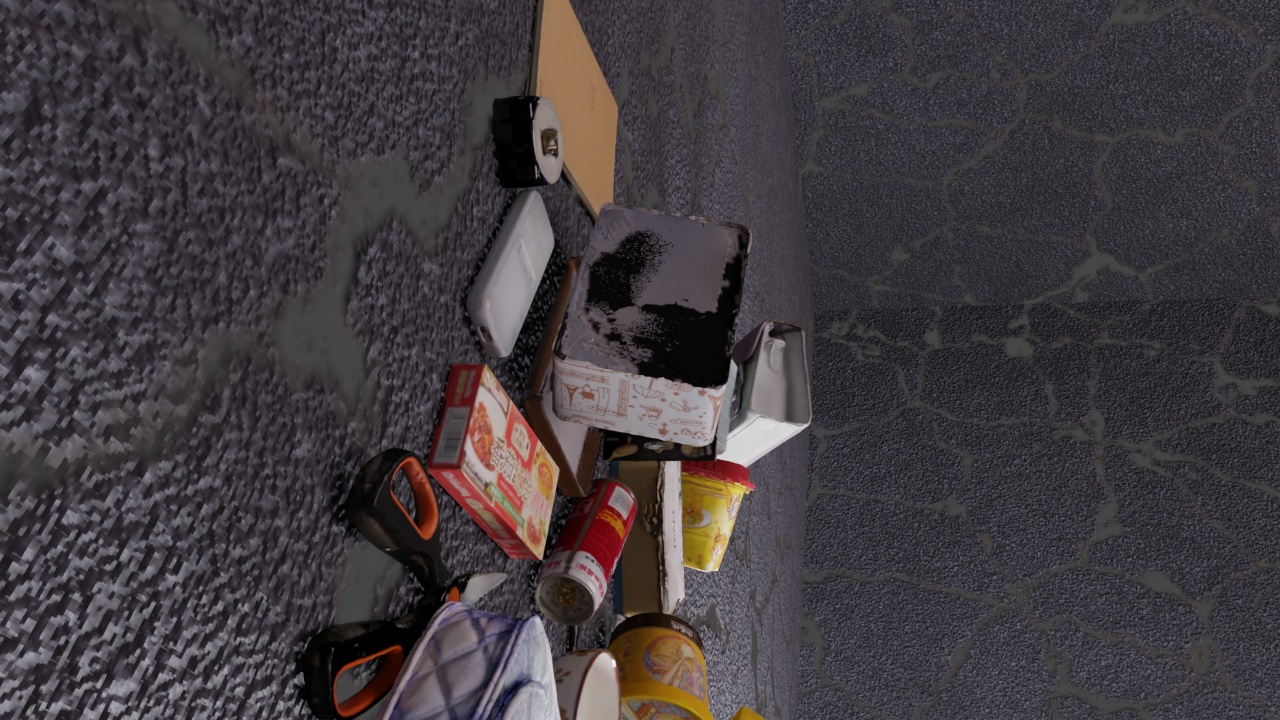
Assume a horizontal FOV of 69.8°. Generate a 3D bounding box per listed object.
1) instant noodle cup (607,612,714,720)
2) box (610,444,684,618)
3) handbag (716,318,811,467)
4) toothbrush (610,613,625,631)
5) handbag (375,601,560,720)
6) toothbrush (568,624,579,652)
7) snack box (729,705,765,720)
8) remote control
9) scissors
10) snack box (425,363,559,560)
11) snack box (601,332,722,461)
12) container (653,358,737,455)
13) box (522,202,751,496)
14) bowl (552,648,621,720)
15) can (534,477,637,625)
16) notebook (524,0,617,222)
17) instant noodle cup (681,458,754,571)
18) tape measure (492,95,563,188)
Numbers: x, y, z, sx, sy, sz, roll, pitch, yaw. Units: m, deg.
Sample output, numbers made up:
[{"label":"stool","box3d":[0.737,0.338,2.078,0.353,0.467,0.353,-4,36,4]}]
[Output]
[{"label":"instant noodle cup","box3d":[0.011,0.305,0.840,0.114,0.118,0.118,-81,164,-62]},{"label":"box","box3d":[0.009,0.181,0.940,0.089,0.060,0.184,-6,97,-74]},{"label":"handbag","box3d":[0.137,0.048,1.202,0.198,0.098,0.144,133,-31,-58]},{"label":"toothbrush","box3d":[-0.004,0.309,0.962,0.180,0.016,0.016,70,33,-50]},{"label":"handbag","box3d":[-0.087,0.240,0.513,0.133,0.076,0.194,-65,155,-53]},{"label":"toothbrush","box3d":[-0.055,0.249,0.778,0.015,0.018,0.181,43,47,-65]},{"label":"snack box","box3d":[0.047,0.436,0.829,0.210,0.070,0.157,-53,171,13]},{"label":"remote control","box3d":[-0.091,-0.064,0.652,0.135,0.020,0.056,-76,158,-44]},{"label":"scissors","box3d":[-0.126,0.141,0.520,0.210,0.022,0.222,-65,156,-52]},{"label":"snack box","box3d":[-0.095,0.073,0.618,0.153,0.025,0.075,67,27,-54]},{"label":"snack box","box3d":[0.020,0.030,0.879,0.053,0.113,0.125,70,24,-48]},{"label":"container","box3d":[0.062,0.051,1.088,0.090,0.090,0.111,44,49,-68]},{"label":"box","box3d":[-0.006,0.005,0.757,0.194,0.157,0.182,93,9,-51]},{"label":"bowl","box3d":[-0.058,0.269,0.674,0.113,0.062,0.113,-1,89,-74]},{"label":"can","box3d":[-0.043,0.154,0.752,0.132,0.053,0.053,-63,148,-61]},{"label":"notebook","box3d":[-0.055,-0.224,0.815,0.211,0.012,0.149,52,38,-66]},{"label":"instant noodle cup","box3d":[0.061,0.172,1.050,0.116,0.116,0.123,38,64,-71]},{"label":"tape measure","box3d":[-0.081,-0.160,0.671,0.065,0.034,0.066,-46,134,-69]}]
